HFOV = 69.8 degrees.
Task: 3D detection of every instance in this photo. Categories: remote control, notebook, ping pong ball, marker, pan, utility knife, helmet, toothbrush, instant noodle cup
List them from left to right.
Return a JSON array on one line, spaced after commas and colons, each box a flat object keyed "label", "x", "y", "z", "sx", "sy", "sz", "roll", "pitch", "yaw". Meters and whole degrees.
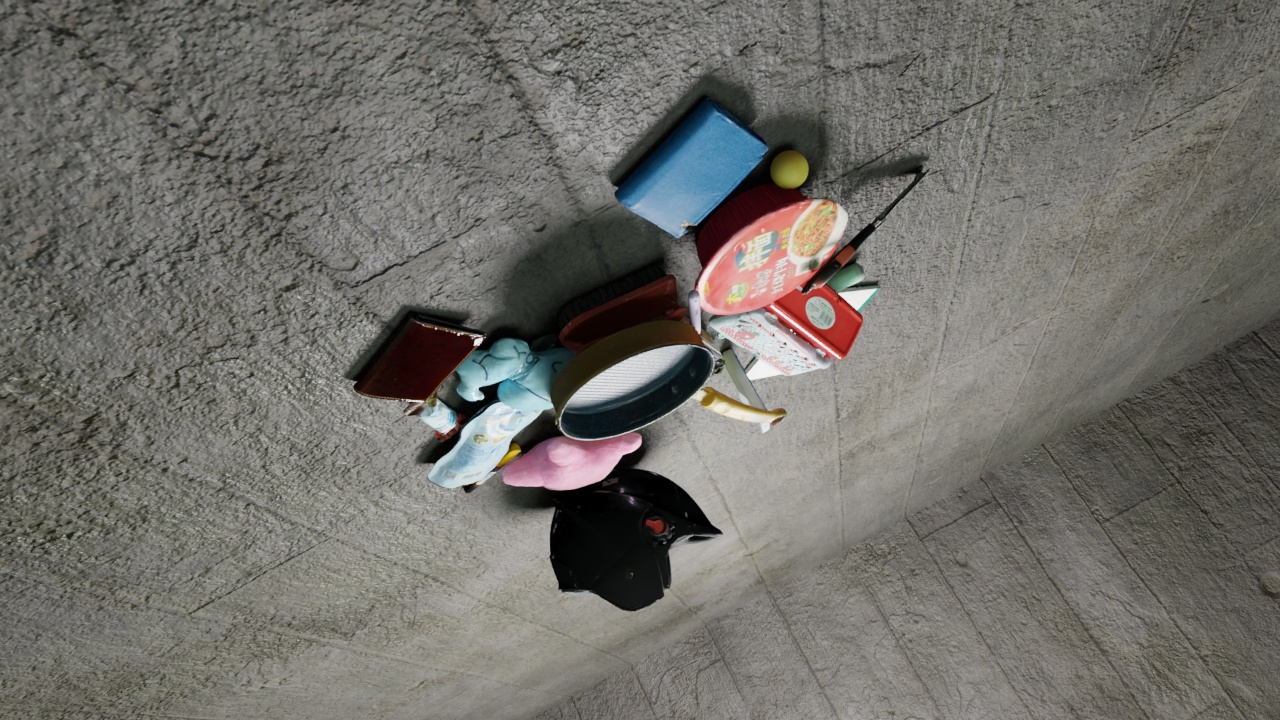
[{"label": "marker", "x": -0.210, "y": 0.153, "z": 1.291, "sx": 0.124, "sy": 0.015, "sz": 0.018, "roll": -41, "pitch": 150, "yaw": 29}, {"label": "utility knife", "x": -0.141, "y": 0.025, "z": 1.126, "sx": 0.029, "sy": 0.013, "sz": 0.180, "roll": -6, "pitch": 147, "yaw": -30}, {"label": "helmet", "x": -0.016, "y": 0.282, "z": 1.466, "sx": 0.274, "sy": 0.230, "sz": 0.234, "roll": -23, "pitch": 168, "yaw": -8}, {"label": "pan", "x": 0.053, "y": 0.043, "z": 1.114, "sx": 0.356, "sy": 0.078, "sz": 0.198, "roll": 3, "pitch": 143, "yaw": -45}, {"label": "toothbrush", "x": 0.065, "y": -0.039, "z": 1.082, "sx": 0.029, "sy": 0.021, "sz": 0.189, "roll": -22, "pitch": 159, "yaw": -3}, {"label": "remote control", "x": 0.151, "y": 0.043, "z": 1.312, "sx": 0.024, "sy": 0.125, "sz": 0.049, "roll": -27, "pitch": 154, "yaw": -2}, {"label": "instant noodle cup", "x": 0.137, "y": -0.135, "z": 1.048, "sx": 0.193, "sy": 0.065, "sz": 0.194, "roll": -21, "pitch": 153, "yaw": -12}, {"label": "ping pong ball", "x": 0.158, "y": -0.202, "z": 0.975, "sx": 0.040, "sy": 0.040, "sz": 0.040, "roll": -22, "pitch": 153, "yaw": -12}, {"label": "toothbrush", "x": 0.205, "y": -0.079, "z": 1.259, "sx": 0.224, "sy": 0.026, "sz": 0.027, "roll": -24, "pitch": 160, "yaw": -6}, {"label": "notebook", "x": 0.256, "y": -0.039, "z": 1.393, "sx": 0.150, "sy": 0.012, "sz": 0.210, "roll": -9, "pitch": 149, "yaw": -36}]

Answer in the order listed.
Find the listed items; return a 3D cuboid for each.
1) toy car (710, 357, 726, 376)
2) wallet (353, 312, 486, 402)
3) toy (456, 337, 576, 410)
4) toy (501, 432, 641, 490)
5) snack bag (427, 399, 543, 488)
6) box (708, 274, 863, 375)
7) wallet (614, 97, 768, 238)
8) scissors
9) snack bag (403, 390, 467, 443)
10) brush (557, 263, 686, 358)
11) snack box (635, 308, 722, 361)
[{"label": "toy car", "x": 0.071, "y": 0.016, "z": 1.296, "sx": 0.105, "sy": 0.032, "sz": 0.048, "roll": -32, "pitch": 156, "yaw": 35}, {"label": "wallet", "x": -0.235, "y": 0.001, "z": 0.978, "sx": 0.096, "sy": 0.020, "sz": 0.123, "roll": 12, "pitch": 134, "yaw": -47}, {"label": "toy", "x": -0.127, "y": 0.019, "z": 1.066, "sx": 0.161, "sy": 0.049, "sz": 0.156, "roll": -24, "pitch": 142, "yaw": 6}, {"label": "toy", "x": -0.109, "y": 0.149, "z": 1.317, "sx": 0.194, "sy": 0.074, "sz": 0.179, "roll": -3, "pitch": 155, "yaw": -35}, {"label": "snack bag", "x": -0.195, "y": 0.100, "z": 1.170, "sx": 0.110, "sy": 0.038, "sz": 0.192, "roll": -1, "pitch": 146, "yaw": -37}, {"label": "box", "x": 0.201, "y": -0.046, "z": 1.221, "sx": 0.155, "sy": 0.073, "sz": 0.201, "roll": -43, "pitch": 135, "yaw": 18}, {"label": "wallet", "x": 0.052, "y": -0.187, "z": 0.905, "sx": 0.133, "sy": 0.040, "sz": 0.106, "roll": -41, "pitch": 142, "yaw": 25}, {"label": "scissors", "x": 0.276, "y": -0.157, "z": 1.130, "sx": 0.192, "sy": 0.015, "sz": 0.206, "roll": -47, "pitch": 178, "yaw": 41}, {"label": "snack bag", "x": -0.242, "y": 0.065, "z": 1.087, "sx": 0.048, "sy": 0.026, "sz": 0.104, "roll": -40, "pitch": 156, "yaw": -8}, {"label": "brush", "x": -0.024, "y": -0.049, "z": 1.043, "sx": 0.145, "sy": 0.069, "sz": 0.063, "roll": -24, "pitch": 153, "yaw": -9}, {"label": "snack box", "x": -0.007, "y": 0.007, "z": 1.187, "sx": 0.183, "sy": 0.045, "sz": 0.177, "roll": -35, "pitch": 153, "yaw": 14}]
